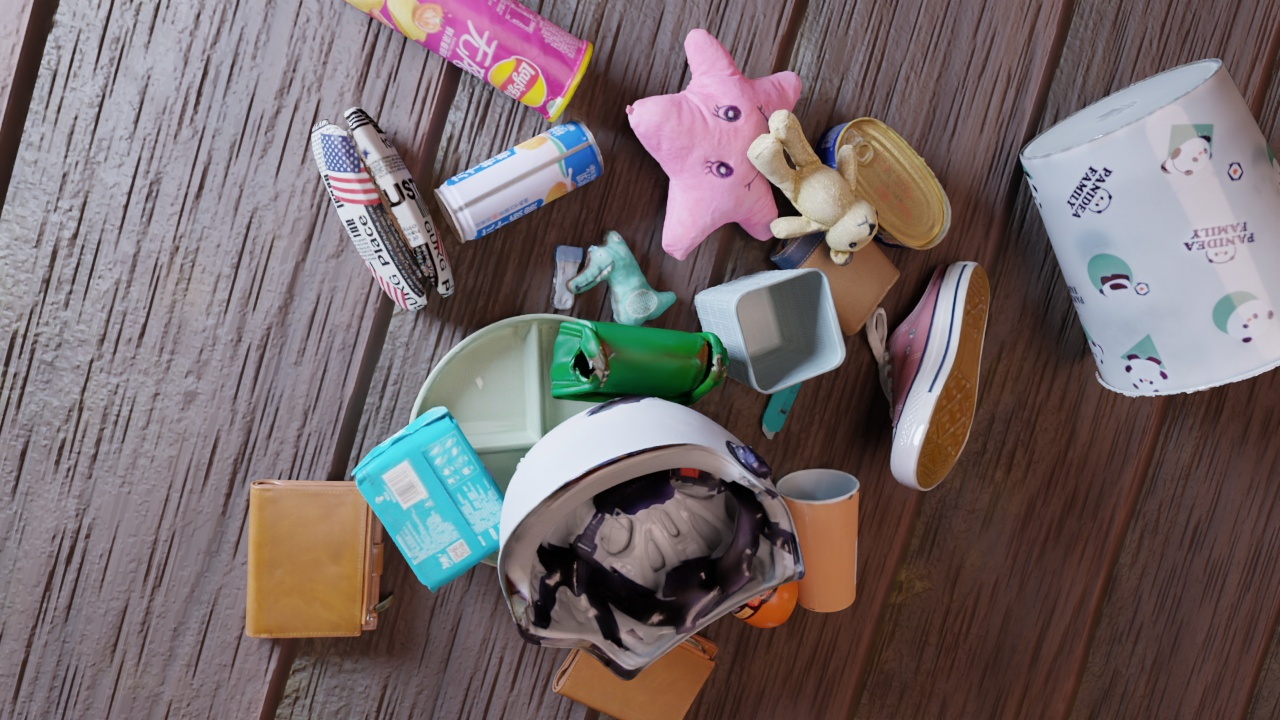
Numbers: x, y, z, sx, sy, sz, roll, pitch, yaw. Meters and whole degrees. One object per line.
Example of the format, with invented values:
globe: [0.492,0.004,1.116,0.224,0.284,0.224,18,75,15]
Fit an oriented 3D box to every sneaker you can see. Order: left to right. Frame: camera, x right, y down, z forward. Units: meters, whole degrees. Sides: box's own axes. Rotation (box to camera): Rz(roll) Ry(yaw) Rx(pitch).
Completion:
sneaker: [0.271,0.011,0.892,0.118,0.088,0.240,38,63,-41]

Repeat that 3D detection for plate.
plate: [-0.090,0.072,0.811,0.230,0.027,0.230,-2,98,-17]

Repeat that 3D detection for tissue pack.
tissue pack: [-0.164,0.115,0.750,0.093,0.050,0.133,-32,106,-13]

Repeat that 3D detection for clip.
clip: [-0.066,-0.073,0.803,0.026,0.038,0.058,8,97,-22]

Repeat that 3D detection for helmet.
helmet: [-0.005,0.119,0.738,0.229,0.145,0.258,-37,129,12]

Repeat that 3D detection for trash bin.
trash bin: [0.509,-0.131,0.885,0.229,0.230,0.252,-33,101,-12]

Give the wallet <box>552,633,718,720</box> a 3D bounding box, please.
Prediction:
wallet: [-0.002,0.290,0.868,0.131,0.031,0.108,31,90,-20]

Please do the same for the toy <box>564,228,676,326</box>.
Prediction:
toy: [-0.020,-0.068,0.810,0.096,0.030,0.092,-35,104,-30]

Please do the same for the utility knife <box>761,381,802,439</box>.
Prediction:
utility knife: [0.154,0.003,0.889,0.029,0.013,0.157,24,90,-20]

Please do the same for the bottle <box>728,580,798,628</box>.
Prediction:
bottle: [0.074,0.202,0.868,0.149,0.067,0.066,25,89,-13]

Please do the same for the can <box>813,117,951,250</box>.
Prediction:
can: [0.229,-0.166,0.871,0.148,0.049,0.074,41,83,-19]

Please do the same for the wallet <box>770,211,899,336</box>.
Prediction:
wallet: [0.186,-0.092,0.871,0.115,0.033,0.090,42,75,-18]

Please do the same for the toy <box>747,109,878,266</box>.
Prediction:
toy: [0.153,-0.150,0.794,0.157,0.066,0.105,39,85,-32]

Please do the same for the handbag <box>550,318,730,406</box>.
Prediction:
handbag: [-0.004,0.004,0.753,0.131,0.120,0.068,5,88,-18]

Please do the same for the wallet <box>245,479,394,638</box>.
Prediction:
wallet: [-0.262,0.165,0.762,0.119,0.035,0.131,3,98,-19]

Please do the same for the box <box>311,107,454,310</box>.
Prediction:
box: [-0.212,-0.113,0.726,0.082,0.075,0.163,-24,107,-3]

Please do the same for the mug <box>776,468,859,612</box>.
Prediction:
mug: [0.176,0.176,0.891,0.078,0.078,0.123,-12,106,-17]

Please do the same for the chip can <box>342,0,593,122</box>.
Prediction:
chip can: [-0.145,-0.271,0.722,0.210,0.071,0.071,26,89,-19]

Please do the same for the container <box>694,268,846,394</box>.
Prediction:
container: [0.110,-0.031,0.818,0.089,0.111,0.090,-20,103,-14]

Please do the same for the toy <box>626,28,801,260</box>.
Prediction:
toy: [0.059,-0.181,0.797,0.178,0.075,0.194,10,93,-31]

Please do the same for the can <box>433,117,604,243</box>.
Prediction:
can: [-0.100,-0.149,0.762,0.134,0.053,0.053,-30,105,-12]
